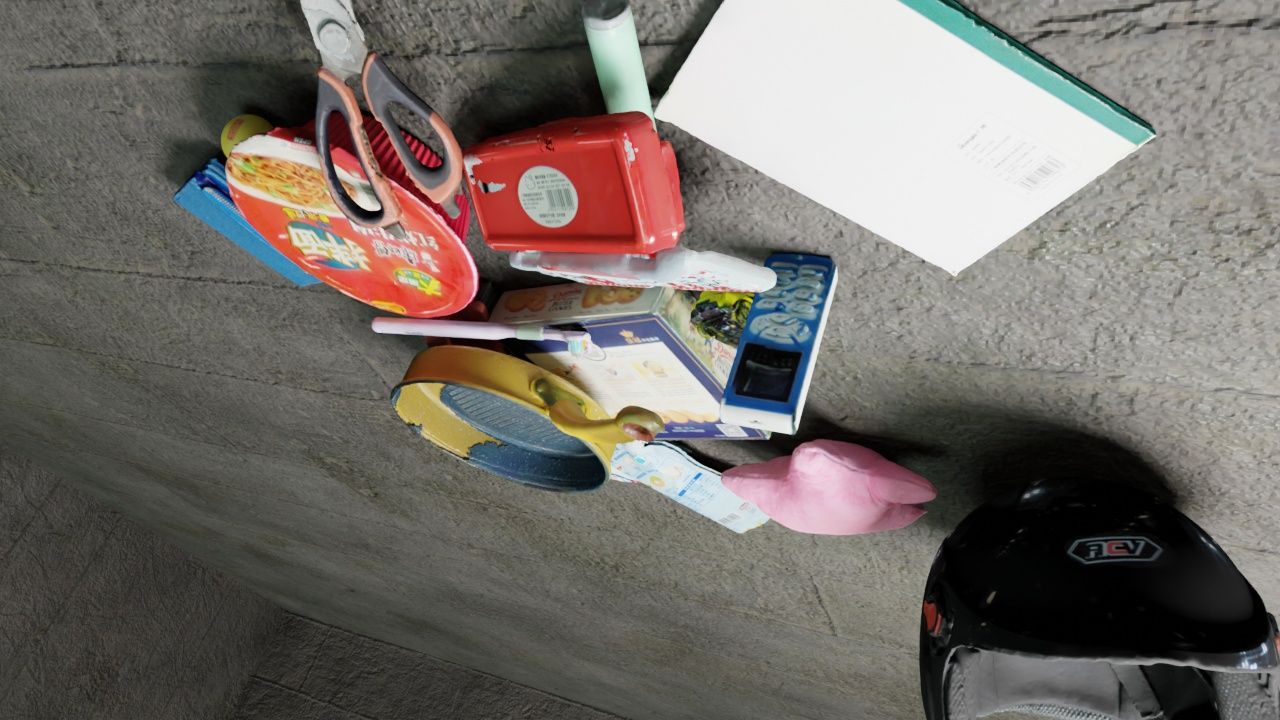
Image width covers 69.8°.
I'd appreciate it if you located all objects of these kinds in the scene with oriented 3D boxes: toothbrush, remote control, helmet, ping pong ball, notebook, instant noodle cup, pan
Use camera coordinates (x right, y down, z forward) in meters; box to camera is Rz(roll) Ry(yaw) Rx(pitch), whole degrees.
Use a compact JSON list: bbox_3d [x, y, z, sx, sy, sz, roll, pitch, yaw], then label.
[{"bbox_3d":[-0.129,-0.021,0.721,0.189,0.021,0.029,5,153,18],"label":"toothbrush"},{"bbox_3d":[0.090,-0.013,0.582,0.049,0.124,0.024,9,150,23],"label":"remote control"},{"bbox_3d":[0.325,0.196,0.677,0.234,0.229,0.275,-1,149,10],"label":"helmet"},{"bbox_3d":[-0.288,-0.161,0.677,0.040,0.040,0.040,17,152,9],"label":"ping pong ball"},{"bbox_3d":[0.127,-0.126,0.479,0.209,0.012,0.151,26,150,-10],"label":"notebook"},{"bbox_3d":[-0.198,-0.113,0.674,0.194,0.065,0.194,17,153,9],"label":"instant noodle cup"},{"bbox_3d":[0.000,-0.122,0.560,0.027,0.026,0.225,6,149,15],"label":"toothbrush"},{"bbox_3d":[-0.077,0.050,0.714,0.197,0.078,0.358,31,152,-22],"label":"pan"}]

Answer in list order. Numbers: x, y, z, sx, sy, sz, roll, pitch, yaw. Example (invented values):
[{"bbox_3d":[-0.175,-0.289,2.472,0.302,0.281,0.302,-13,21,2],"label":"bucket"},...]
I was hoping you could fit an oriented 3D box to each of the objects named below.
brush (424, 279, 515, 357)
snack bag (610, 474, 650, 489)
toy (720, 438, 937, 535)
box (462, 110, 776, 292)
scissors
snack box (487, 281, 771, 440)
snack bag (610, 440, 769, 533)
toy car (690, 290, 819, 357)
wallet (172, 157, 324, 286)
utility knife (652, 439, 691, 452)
[{"bbox_3d":[-0.150,-0.010,0.816,0.063,0.069,0.146,14,151,17],"label":"brush"},{"bbox_3d":[-0.037,0.114,1.001,0.104,0.026,0.048,8,135,23],"label":"snack bag"},{"bbox_3d":[0.173,0.119,0.816,0.178,0.074,0.195,18,157,-16],"label":"toy"},{"bbox_3d":[-0.027,-0.081,0.565,0.154,0.073,0.201,47,159,-31],"label":"box"},{"bbox_3d":[-0.155,-0.172,0.527,0.192,0.015,0.208,26,124,-17],"label":"scissors"},{"bbox_3d":[-0.005,0.004,0.764,0.178,0.045,0.182,-3,143,39],"label":"snack box"},{"bbox_3d":[0.040,0.121,0.934,0.191,0.038,0.111,27,155,-16],"label":"snack bag"},{"bbox_3d":[0.085,-0.025,0.667,0.105,0.032,0.048,24,154,-30],"label":"toy car"},{"bbox_3d":[-0.328,-0.115,0.790,0.133,0.040,0.107,39,156,-29],"label":"wallet"},{"bbox_3d":[-0.030,0.054,0.902,0.179,0.013,0.029,25,156,-7],"label":"utility knife"}]
